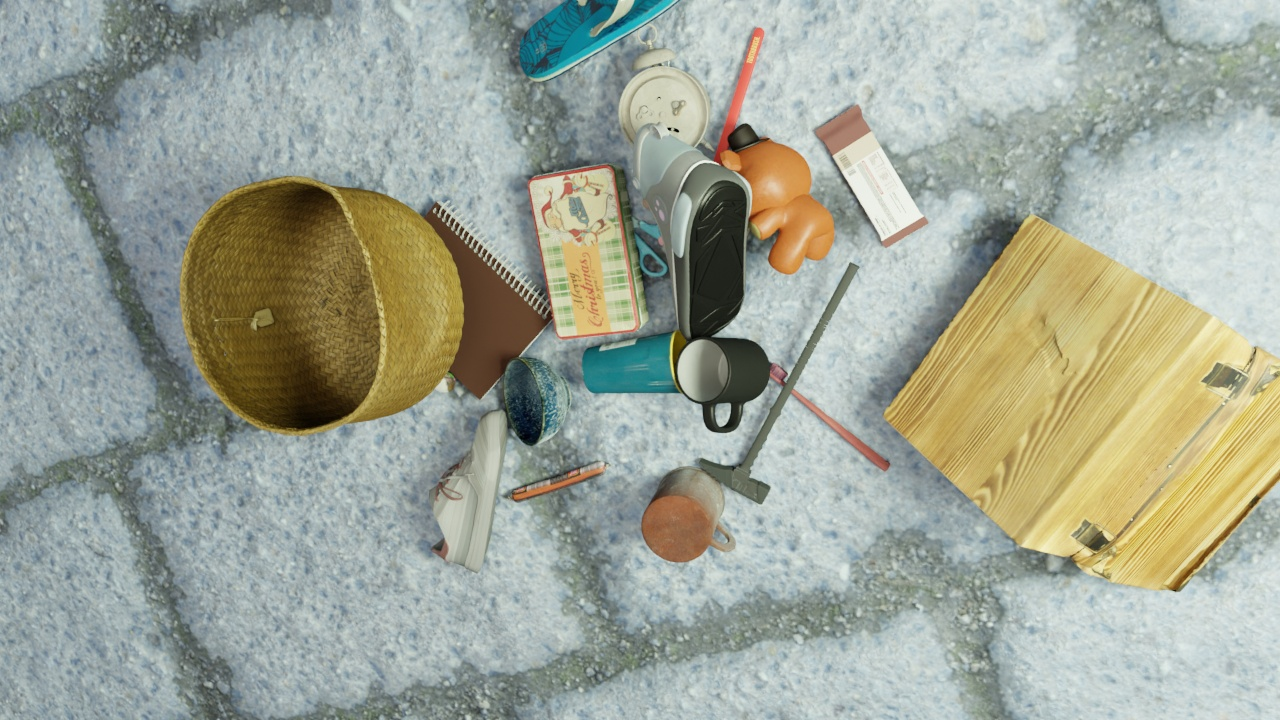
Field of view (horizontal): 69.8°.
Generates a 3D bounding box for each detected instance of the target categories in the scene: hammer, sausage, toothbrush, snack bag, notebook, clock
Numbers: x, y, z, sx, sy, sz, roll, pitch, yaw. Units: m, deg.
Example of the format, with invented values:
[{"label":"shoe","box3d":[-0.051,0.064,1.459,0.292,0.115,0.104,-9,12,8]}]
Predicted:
[{"label":"hammer","box3d":[0.174,0.024,1.104,0.095,0.015,0.326,28,114,8]},{"label":"sausage","box3d":[-0.110,0.163,1.222,0.155,0.020,0.020,-20,97,17]},{"label":"toothbrush","box3d":[0.230,0.068,1.119,0.190,0.016,0.016,40,104,2]},{"label":"snack bag","box3d":[0.264,-0.209,1.047,0.057,0.013,0.158,-31,94,20]},{"label":"notebook","box3d":[-0.231,-0.079,1.194,0.209,0.022,0.172,44,110,1]},{"label":"toothbrush","box3d":[0.104,-0.278,1.059,0.012,0.017,0.213,20,103,14]},{"label":"clock","box3d":[0.027,-0.307,1.058,0.103,0.061,0.157,-10,107,19]}]

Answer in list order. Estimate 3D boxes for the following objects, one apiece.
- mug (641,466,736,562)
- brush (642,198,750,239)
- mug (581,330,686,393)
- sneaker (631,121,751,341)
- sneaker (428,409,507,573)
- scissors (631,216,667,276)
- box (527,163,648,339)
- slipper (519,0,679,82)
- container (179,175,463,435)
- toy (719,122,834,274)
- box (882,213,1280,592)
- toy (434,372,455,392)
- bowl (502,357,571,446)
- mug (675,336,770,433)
[{"label":"mug","box3d":[0.067,0.201,1.143,0.123,0.110,0.096,34,113,4]},{"label":"brush","box3d":[0.066,-0.178,1.101,0.136,0.015,0.050,15,105,10]},{"label":"mug","box3d":[-0.007,0.007,1.134,0.121,0.078,0.078,-5,102,20]},{"label":"sneaker","box3d":[0.045,-0.145,1.054,0.093,0.257,0.160,-29,57,-19]},{"label":"sneaker","box3d":[-0.234,0.170,1.213,0.089,0.099,0.236,11,107,-4]},{"label":"scissors","box3d":[-0.011,-0.156,1.130,0.141,0.015,0.076,34,110,10]},{"label":"box","box3d":[-0.063,-0.132,1.121,0.118,0.050,0.205,-4,103,21]},{"label":"slipper","box3d":[-0.029,-0.420,1.025,0.295,0.060,0.118,-31,67,21]},{"label":"container","box3d":[-0.376,-0.065,1.119,0.307,0.196,0.307,2,95,23]},{"label":"toy","box3d":[0.154,-0.186,1.033,0.096,0.111,0.176,-16,98,48]},{"label":"box","box3d":[0.521,0.067,0.996,0.336,0.286,0.280,20,111,-36]},{"label":"toy","box3d":[-0.307,0.016,1.225,0.123,0.037,0.079,-10,105,24]},{"label":"bowl","box3d":[-0.125,0.048,1.170,0.114,0.060,0.114,22,117,53]},{"label":"mug","box3d":[0.098,0.029,1.087,0.078,0.087,0.113,3,92,39]}]
